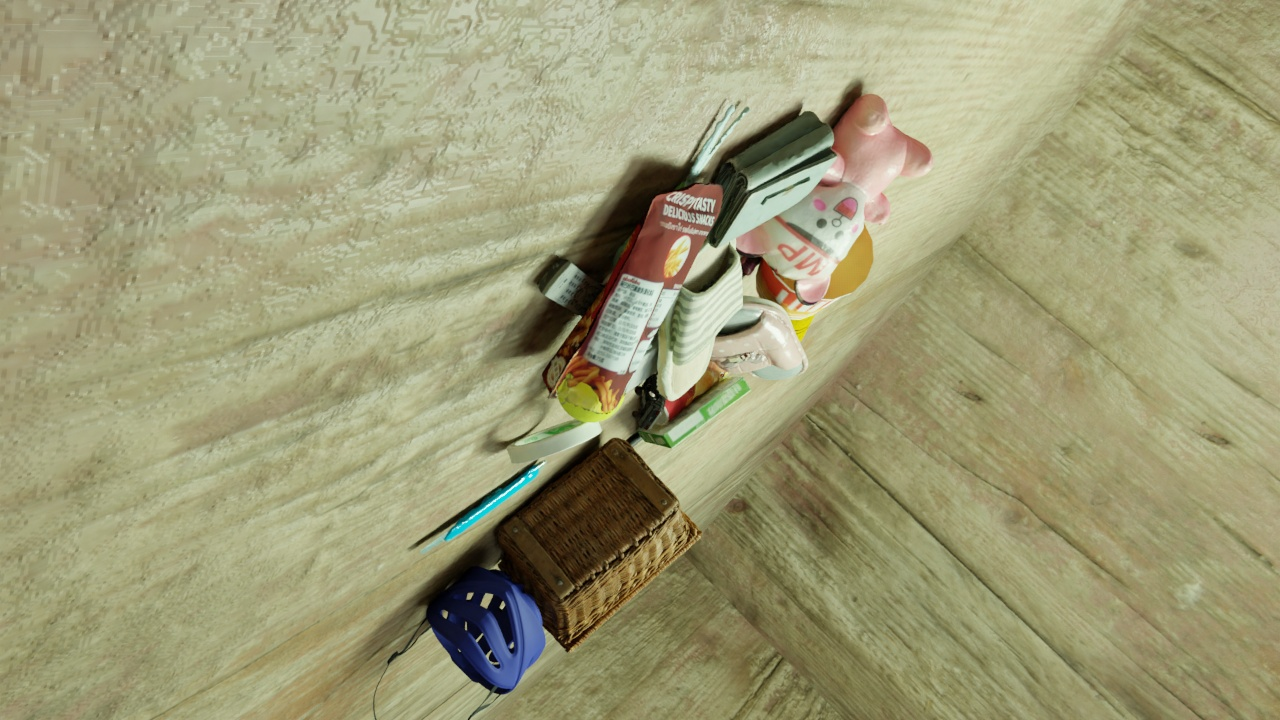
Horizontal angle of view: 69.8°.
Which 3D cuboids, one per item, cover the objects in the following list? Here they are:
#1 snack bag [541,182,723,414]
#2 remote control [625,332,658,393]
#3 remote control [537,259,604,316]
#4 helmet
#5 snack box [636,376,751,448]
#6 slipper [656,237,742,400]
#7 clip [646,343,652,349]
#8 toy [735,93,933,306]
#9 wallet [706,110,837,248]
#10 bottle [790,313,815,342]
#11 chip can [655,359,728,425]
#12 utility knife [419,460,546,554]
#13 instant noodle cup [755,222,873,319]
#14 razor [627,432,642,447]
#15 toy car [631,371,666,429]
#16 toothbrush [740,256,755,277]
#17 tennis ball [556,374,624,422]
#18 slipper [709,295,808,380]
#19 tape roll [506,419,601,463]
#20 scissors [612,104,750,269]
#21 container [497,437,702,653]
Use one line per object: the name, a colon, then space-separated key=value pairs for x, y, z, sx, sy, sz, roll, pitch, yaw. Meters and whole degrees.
snack bag: x=0.004 y=-0.054 z=0.759 sx=0.208 sy=0.066 sz=0.138 roll=-57 pitch=162 yaw=18
remote control: x=-0.006 y=0.006 z=1.025 sx=0.150 sy=0.019 sz=0.074 roll=-34 pitch=162 yaw=-36
remote control: x=-0.051 y=-0.055 z=0.741 sx=0.033 sy=0.013 sz=0.136 roll=-49 pitch=166 yaw=3
helmet: x=-0.224 y=0.368 z=1.130 sx=0.227 sy=0.148 sz=0.242 roll=-42 pitch=166 yaw=-34
snack box: x=0.069 y=0.069 z=1.253 sx=0.132 sy=0.027 sz=0.168 roll=-36 pitch=-175 yaw=-10
slipper: x=0.062 y=-0.040 z=0.977 sx=0.114 sy=0.054 sz=0.273 roll=-47 pitch=161 yaw=-26
clip: x=-0.023 y=-0.025 z=0.881 sx=0.114 sy=0.028 sz=0.163 roll=-39 pitch=163 yaw=-21
toy: x=0.203 y=-0.171 z=0.975 sx=0.142 sy=0.084 sz=0.213 roll=30 pitch=100 yaw=-37
wallet: x=0.115 y=-0.165 z=0.847 sx=0.131 sy=0.054 sz=0.101 roll=-31 pitch=159 yaw=-30
bottle: x=0.219 y=-0.065 z=1.363 sx=0.071 sy=0.071 sz=0.164 roll=-41 pitch=165 yaw=-18
chip can: x=0.090 y=0.008 z=1.235 sx=0.214 sy=0.052 sz=0.052 roll=-37 pitch=163 yaw=-30
utility knife: x=-0.168 y=0.159 z=0.992 sx=0.185 sy=0.015 sz=0.031 roll=-36 pitch=160 yaw=-44
instant noodle cup: x=0.196 y=-0.111 z=1.094 sx=0.123 sy=0.123 sz=0.121 roll=-42 pitch=173 yaw=-15
razor: x=0.025 y=0.093 z=1.350 sx=0.144 sy=0.022 sz=0.043 roll=-33 pitch=-154 yaw=-30
toy car: x=0.016 y=0.045 z=1.104 sx=0.040 sy=0.037 sz=0.092 roll=-56 pitch=-165 yaw=30
toothbrush: x=0.123 y=-0.081 z=1.154 sx=0.016 sy=0.016 sz=0.190 roll=-43 pitch=165 yaw=-16
tennis ball: x=-0.047 y=0.026 z=0.872 sx=0.065 sy=0.065 sz=0.065 roll=-42 pitch=165 yaw=-14
slipper: x=0.145 y=-0.014 z=1.149 sx=0.114 sy=0.054 sz=0.274 roll=-10 pitch=159 yaw=24
tape roll: x=-0.085 y=0.078 z=0.909 sx=0.094 sy=0.018 sz=0.094 roll=-19 pitch=-177 yaw=1
scissors: x=0.039 y=-0.142 z=0.765 sx=0.175 sy=0.032 sz=0.092 roll=-48 pitch=163 yaw=23
container: x=-0.060 y=0.230 z=1.202 sx=0.249 sy=0.162 sz=0.183 roll=-39 pitch=160 yaw=-14
